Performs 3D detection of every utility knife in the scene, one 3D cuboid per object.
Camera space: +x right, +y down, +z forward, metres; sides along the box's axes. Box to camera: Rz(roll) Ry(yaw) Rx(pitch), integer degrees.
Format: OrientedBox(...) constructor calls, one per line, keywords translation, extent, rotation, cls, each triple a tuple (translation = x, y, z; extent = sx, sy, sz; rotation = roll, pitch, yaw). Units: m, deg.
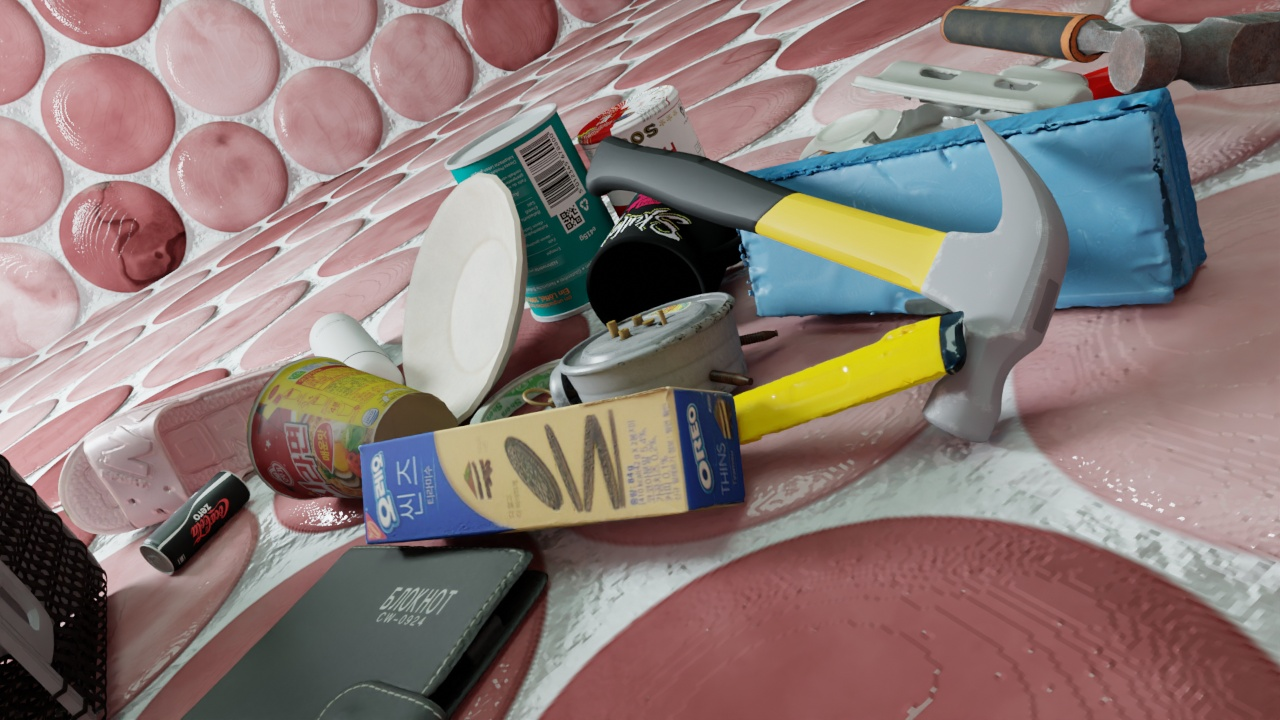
OrientedBox(translation=(0.053, 0.024, 0.432), extent=(0.218, 0.019, 0.030), rotation=(-22, 45, 38), cls="utility knife")

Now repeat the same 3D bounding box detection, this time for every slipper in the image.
OrientedBox(translation=(-0.364, 0.074, 0.739), extent=(0.239, 0.094, 0.064), rotation=(-24, 19, 2), cls="slipper")

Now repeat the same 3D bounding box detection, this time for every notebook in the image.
OrientedBox(translation=(-0.153, 0.164, 0.418), extent=(0.170, 0.029, 0.208), rotation=(-8, 33, 39), cls="notebook")

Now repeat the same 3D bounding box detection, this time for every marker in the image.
OrientedBox(translation=(0.271, -0.173, 0.627), extent=(0.145, 0.021, 0.023), rotation=(-15, 35, 29), cls="marker")

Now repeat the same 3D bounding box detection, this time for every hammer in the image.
OrientedBox(translation=(0.069, -0.078, 0.484), extent=(0.324, 0.029, 0.127), rotation=(31, 101, 48), cls="hammer")
OrientedBox(translation=(0.285, -0.208, 0.585), extent=(0.137, 0.035, 0.314), rotation=(-6, 23, -6), cls="hammer")

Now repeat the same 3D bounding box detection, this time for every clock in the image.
OrientedBox(translation=(-0.003, 0.003, 0.520), extent=(0.148, 0.056, 0.103), rotation=(-18, 13, 24), cls="clock")

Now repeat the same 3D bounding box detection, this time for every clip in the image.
OrientedBox(translation=(0.214, -0.139, 0.567), extent=(0.152, 0.099, 0.126), rotation=(-6, 26, -46), cls="clip")

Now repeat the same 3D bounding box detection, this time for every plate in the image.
OrientedBox(translation=(0.171, -0.179, 0.739), extent=(0.104, 0.026, 0.104), rotation=(-23, 25, 11), cls="plate")
OrientedBox(translation=(-0.125, -0.042, 0.674), extent=(0.189, 0.027, 0.188), rotation=(-19, 67, 51), cls="plate")

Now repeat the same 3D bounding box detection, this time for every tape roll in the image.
OrientedBox(translation=(-0.067, 0.031, 0.593), extent=(0.094, 0.018, 0.093), rotation=(-24, 25, 12), cls="tape roll")

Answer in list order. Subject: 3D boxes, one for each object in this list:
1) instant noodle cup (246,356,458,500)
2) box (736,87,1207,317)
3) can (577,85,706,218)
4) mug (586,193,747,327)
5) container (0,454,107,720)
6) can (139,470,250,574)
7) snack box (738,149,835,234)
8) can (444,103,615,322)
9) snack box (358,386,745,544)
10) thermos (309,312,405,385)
OrientedBox(translation=(-0.183, 0.050, 0.600), extent=(0.113, 0.100, 0.100), rotation=(5, 40, 38), cls="instant noodle cup")
OrientedBox(translation=(0.146, -0.067, 0.468), extent=(0.232, 0.093, 0.053), rotation=(1, 37, 46), cls="box")
OrientedBox(translation=(0.013, -0.147, 0.735), extent=(0.087, 0.116, 0.086), rotation=(-23, 25, 11), cls="can")
OrientedBox(translation=(0.032, -0.074, 0.612), extent=(0.118, 0.082, 0.098), rotation=(-17, 27, 28), cls="mug")
OrientedBox(translation=(-0.478, 0.159, 0.518), extent=(0.245, 0.247, 0.244), rotation=(-36, 22, -16), cls="container")
OrientedBox(translation=(-0.332, 0.120, 0.686), extent=(0.032, 0.031, 0.080), rotation=(-10, 30, 35), cls="can")
OrientedBox(translation=(0.128, -0.104, 0.629), extent=(0.087, 0.034, 0.151), rotation=(-31, 24, -6), cls="snack box")
OrientedBox(translation=(-0.078, -0.118, 0.744), extent=(0.099, 0.144, 0.099), rotation=(-23, 25, 11), cls="can")
OrientedBox(translation=(-0.053, 0.056, 0.458), extent=(0.207, 0.056, 0.057), rotation=(-12, -9, 32), cls="snack box")
OrientedBox(translation=(-0.251, 0.002, 0.804), extent=(0.052, 0.052, 0.224), rotation=(-35, 25, -14), cls="thermos")
